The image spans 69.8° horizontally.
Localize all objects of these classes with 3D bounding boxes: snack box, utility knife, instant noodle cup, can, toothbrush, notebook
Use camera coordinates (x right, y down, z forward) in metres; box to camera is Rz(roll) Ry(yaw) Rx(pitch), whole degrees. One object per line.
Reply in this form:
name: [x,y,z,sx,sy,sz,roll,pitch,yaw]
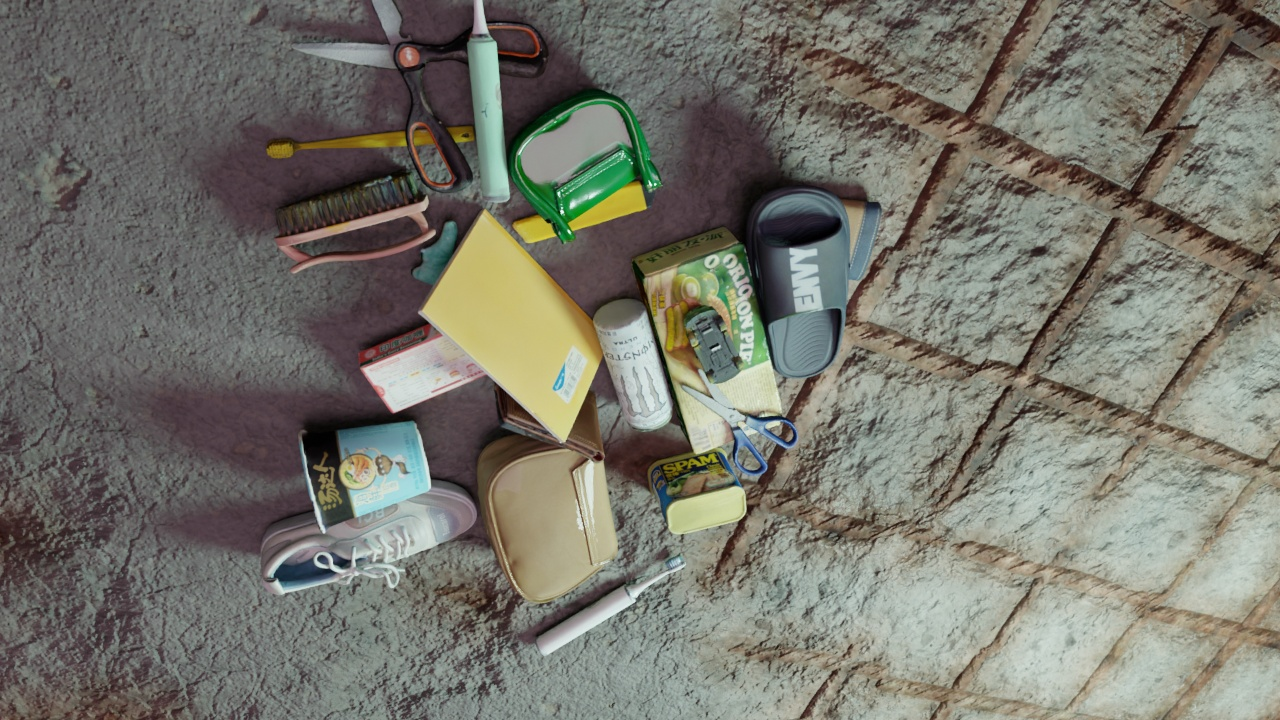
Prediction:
snack box: [0.077,-0.018,1.019,0.114,0.063,0.240,-20,120,-4]
utility knife: [-0.056,-0.154,0.940,0.153,0.015,0.033,-17,114,-4]
instant noodle cup: [-0.290,0.113,0.975,0.120,0.111,0.111,-13,120,-17]
can: [0.068,0.156,1.096,0.102,0.083,0.057,-13,120,-8]
snack box: [-0.206,-0.004,0.961,0.156,0.027,0.077,-22,136,-2]
toothbrush: [-0.140,-0.254,0.825,0.027,0.026,0.225,0,112,7]
can: [-0.006,0.006,1.007,0.058,0.058,0.147,-19,125,-4]
toothbrush: [-0.037,0.315,1.186,0.221,0.026,0.026,-32,98,4]
toothbrush: [-0.251,-0.205,0.860,0.190,0.016,0.016,-7,118,-11]
notebook: [-0.119,-0.034,0.929,0.010,0.145,0.206,-15,131,40]

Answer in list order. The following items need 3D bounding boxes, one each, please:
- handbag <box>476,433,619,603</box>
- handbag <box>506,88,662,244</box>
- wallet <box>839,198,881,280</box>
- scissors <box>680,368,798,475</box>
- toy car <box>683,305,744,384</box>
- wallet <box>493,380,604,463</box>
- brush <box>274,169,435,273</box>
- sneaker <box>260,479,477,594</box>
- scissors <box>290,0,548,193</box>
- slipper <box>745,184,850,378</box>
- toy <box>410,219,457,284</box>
handbag: [-0.107,0.170,1.055,0.147,0.100,0.205,-16,120,-15]
handbag: [-0.056,-0.189,0.883,0.131,0.068,0.120,-34,111,2]
wallet: [0.200,-0.136,1.007,0.115,0.033,0.090,4,113,-16]
scissors: [0.103,0.074,1.032,0.171,0.012,0.141,9,116,-19]
toy car: [0.076,-0.017,0.960,0.043,0.036,0.091,-27,119,0]
wallet: [-0.097,0.055,0.989,0.124,0.101,0.032,23,118,-24]
brush: [-0.272,-0.129,0.868,0.145,0.063,0.073,-17,110,-5]
sneaker: [-0.301,0.201,1.021,0.242,0.090,0.090,-14,121,-8]
scissors: [-0.191,-0.264,0.834,0.220,0.021,0.235,-17,113,-9]
slipper: [0.180,-0.065,0.982,0.110,0.083,0.268,-13,134,0]
toy: [-0.183,-0.096,0.927,0.091,0.030,0.097,8,123,-21]
